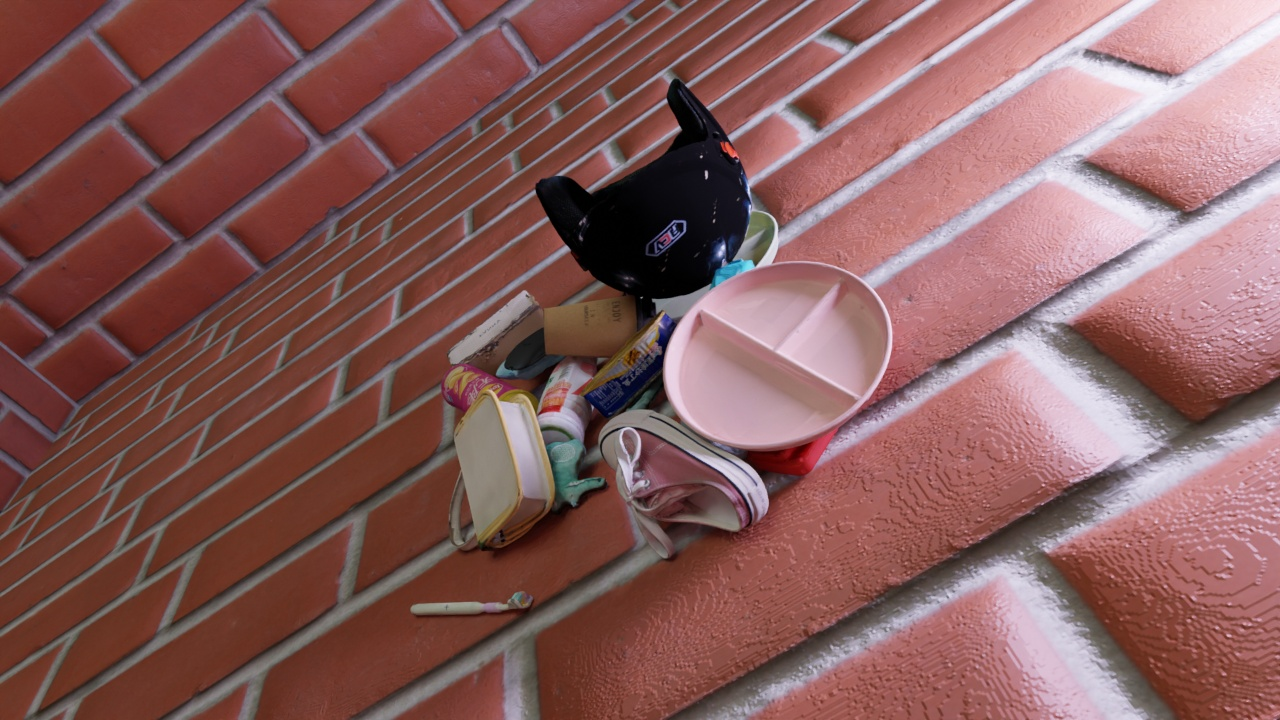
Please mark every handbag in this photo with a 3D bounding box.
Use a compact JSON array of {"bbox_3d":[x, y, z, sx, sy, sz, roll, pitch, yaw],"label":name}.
[{"bbox_3d":[-0.179,0.144,1.096,0.179,0.063,0.163,-46,50,33],"label":"handbag"}]

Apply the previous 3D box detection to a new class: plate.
[{"bbox_3d":[0.134,-0.005,0.912,0.230,0.028,0.229,-13,49,16],"label":"plate"},{"bbox_3d":[0.089,-0.123,1.259,0.231,0.027,0.229,-29,30,18],"label":"plate"}]

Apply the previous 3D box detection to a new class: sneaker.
[{"bbox_3d":[0.018,0.118,0.912,0.087,0.118,0.241,-29,28,-28],"label":"sneaker"}]

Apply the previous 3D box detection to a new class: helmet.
[{"bbox_3d":[0.022,-0.185,1.113,0.234,0.230,0.274,-35,14,16],"label":"helmet"}]

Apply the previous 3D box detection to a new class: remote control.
[{"bbox_3d":[-0.134,-0.026,1.244,0.053,0.024,0.136,4,29,35],"label":"remote control"}]

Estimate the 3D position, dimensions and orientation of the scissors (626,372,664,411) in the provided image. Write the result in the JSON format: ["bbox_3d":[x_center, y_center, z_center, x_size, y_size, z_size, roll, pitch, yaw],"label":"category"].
[{"bbox_3d":[0.053,0.000,1.088,0.176,0.019,0.172,-48,7,-28],"label":"scissors"}]

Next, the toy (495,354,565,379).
[{"bbox_3d":[-0.144,-0.009,1.312,0.155,0.050,0.162,-30,14,-40],"label":"toy"}]

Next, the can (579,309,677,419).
[{"bbox_3d":[-0.007,0.007,1.114,0.148,0.049,0.074,-44,7,15],"label":"can"}]

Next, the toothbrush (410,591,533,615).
[{"bbox_3d":[-0.192,0.270,1.012,0.190,0.029,0.020,-16,76,38],"label":"toothbrush"}]

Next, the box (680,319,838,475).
[{"bbox_3d":[0.151,0.021,0.941,0.160,0.063,0.200,18,59,34],"label":"box"}]

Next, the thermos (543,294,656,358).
[{"bbox_3d":[-0.052,-0.041,1.186,0.143,0.093,0.093,-2,31,-4],"label":"thermos"}]

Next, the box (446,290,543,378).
[{"bbox_3d":[-0.214,-0.035,1.442,0.184,0.063,0.090,-36,29,-1],"label":"box"}]

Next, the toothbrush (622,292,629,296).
[{"bbox_3d":[-0.016,-0.105,1.369,0.018,0.014,0.188,-8,39,28],"label":"toothbrush"}]

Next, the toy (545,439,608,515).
[{"bbox_3d":[-0.081,0.133,1.064,0.097,0.030,0.091,-15,58,24],"label":"toy"}]

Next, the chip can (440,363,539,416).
[{"bbox_3d":[-0.216,0.055,1.297,0.071,0.071,0.211,-46,29,-15],"label":"chip can"}]

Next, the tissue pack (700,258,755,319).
[{"bbox_3d":[0.109,-0.042,1.047,0.050,0.093,0.133,-9,40,31],"label":"tissue pack"}]

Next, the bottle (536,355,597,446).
[{"bbox_3d":[-0.090,0.045,1.180,0.068,0.068,0.196,-24,27,24],"label":"bottle"}]
